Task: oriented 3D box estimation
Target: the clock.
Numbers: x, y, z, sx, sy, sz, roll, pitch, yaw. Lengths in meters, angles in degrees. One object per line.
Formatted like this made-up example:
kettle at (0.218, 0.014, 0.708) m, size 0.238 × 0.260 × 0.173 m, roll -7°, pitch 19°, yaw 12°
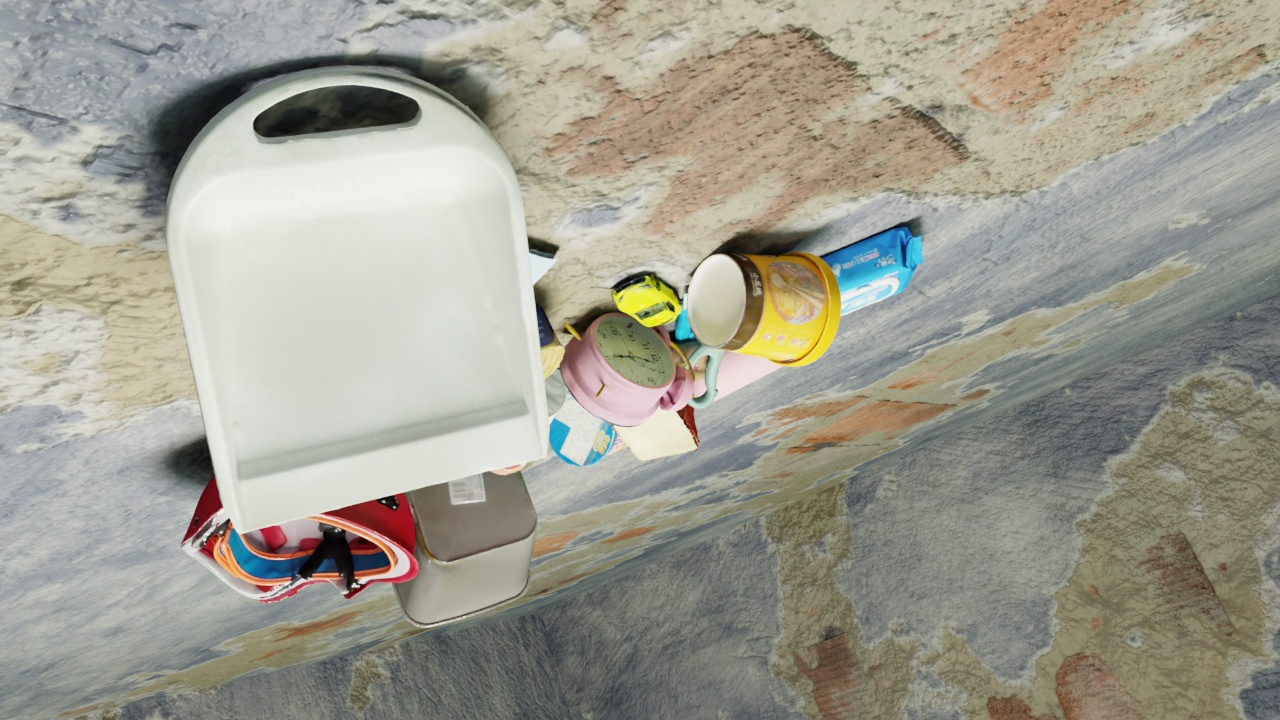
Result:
clock at (-0.006, 0.006, 0.964) m, size 0.158 × 0.117 × 0.060 m, roll 1°, pitch 142°, yaw -43°

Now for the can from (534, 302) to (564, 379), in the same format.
can at (-0.118, -0.007, 0.877) m, size 0.074 × 0.049 × 0.148 m, roll -24°, pitch 171°, yaw -16°

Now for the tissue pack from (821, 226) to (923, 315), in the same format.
tissue pack at (0.244, -0.092, 1.027) m, size 0.157 × 0.052 × 0.095 m, roll -22°, pitch 162°, yaw 9°

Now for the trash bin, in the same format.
trash bin at (-0.248, 0.230, 1.272) m, size 0.198 × 0.198 × 0.220 m, roll -13°, pitch 154°, yaw -24°

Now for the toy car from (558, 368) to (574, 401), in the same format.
toy car at (-0.068, 0.024, 1.083) m, size 0.090 × 0.034 × 0.043 m, roll -14°, pitch 158°, yaw -19°

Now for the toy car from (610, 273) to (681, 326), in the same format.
toy car at (0.009, -0.056, 0.926) m, size 0.048 × 0.032 × 0.105 m, roll -24°, pitch 160°, yaw 17°

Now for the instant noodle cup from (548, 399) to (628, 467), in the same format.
instant noodle cup at (-0.052, 0.083, 1.190) m, size 0.099 × 0.099 × 0.109 m, roll -28°, pitch 168°, yaw 25°

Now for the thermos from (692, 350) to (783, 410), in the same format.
thermos at (0.107, 0.010, 1.172) m, size 0.199 × 0.067 × 0.087 m, roll -31°, pitch 171°, yaw 29°

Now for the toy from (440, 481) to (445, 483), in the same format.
toy at (-0.261, 0.104, 1.049) m, size 0.178 × 0.074 × 0.195 m, roll -3°, pitch 160°, yaw 3°

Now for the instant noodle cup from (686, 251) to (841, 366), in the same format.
instant noodle cup at (0.118, -0.055, 0.920) m, size 0.114 × 0.118 × 0.119 m, roll 3°, pitch 153°, yaw -34°

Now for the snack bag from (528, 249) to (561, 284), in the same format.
snack bag at (-0.163, -0.045, 0.779) m, size 0.191 × 0.038 × 0.110 m, roll -31°, pitch 156°, yaw 26°

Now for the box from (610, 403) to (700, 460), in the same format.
box at (0.012, 0.067, 1.087) m, size 0.091 × 0.077 × 0.168 m, roll -12°, pitch 152°, yaw 11°

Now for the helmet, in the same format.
helmet at (-0.346, 0.157, 0.972) m, size 0.240 × 0.143 × 0.207 m, roll -5°, pitch 145°, yaw 7°

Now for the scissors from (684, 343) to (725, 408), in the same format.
scissors at (0.126, -0.015, 1.050) m, size 0.179 × 0.019 × 0.171 m, roll 3°, pitch 121°, yaw -28°

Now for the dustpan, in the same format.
dustpan at (-0.167, -0.033, 0.564) m, size 0.222 × 0.258 × 0.143 m, roll -13°, pitch -175°, yaw -20°

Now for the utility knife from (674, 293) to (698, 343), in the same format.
utility knife at (0.054, -0.043, 1.034) m, size 0.034 × 0.018 × 0.179 m, roll -17°, pitch 161°, yaw -4°

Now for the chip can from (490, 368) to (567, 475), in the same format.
chip can at (-0.144, 0.072, 1.084) m, size 0.071 × 0.071 × 0.215 m, roll -12°, pitch 161°, yaw -23°

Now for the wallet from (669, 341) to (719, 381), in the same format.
wallet at (0.034, 0.006, 1.094) m, size 0.115 × 0.033 × 0.090 m, roll -9°, pitch 158°, yaw 6°
